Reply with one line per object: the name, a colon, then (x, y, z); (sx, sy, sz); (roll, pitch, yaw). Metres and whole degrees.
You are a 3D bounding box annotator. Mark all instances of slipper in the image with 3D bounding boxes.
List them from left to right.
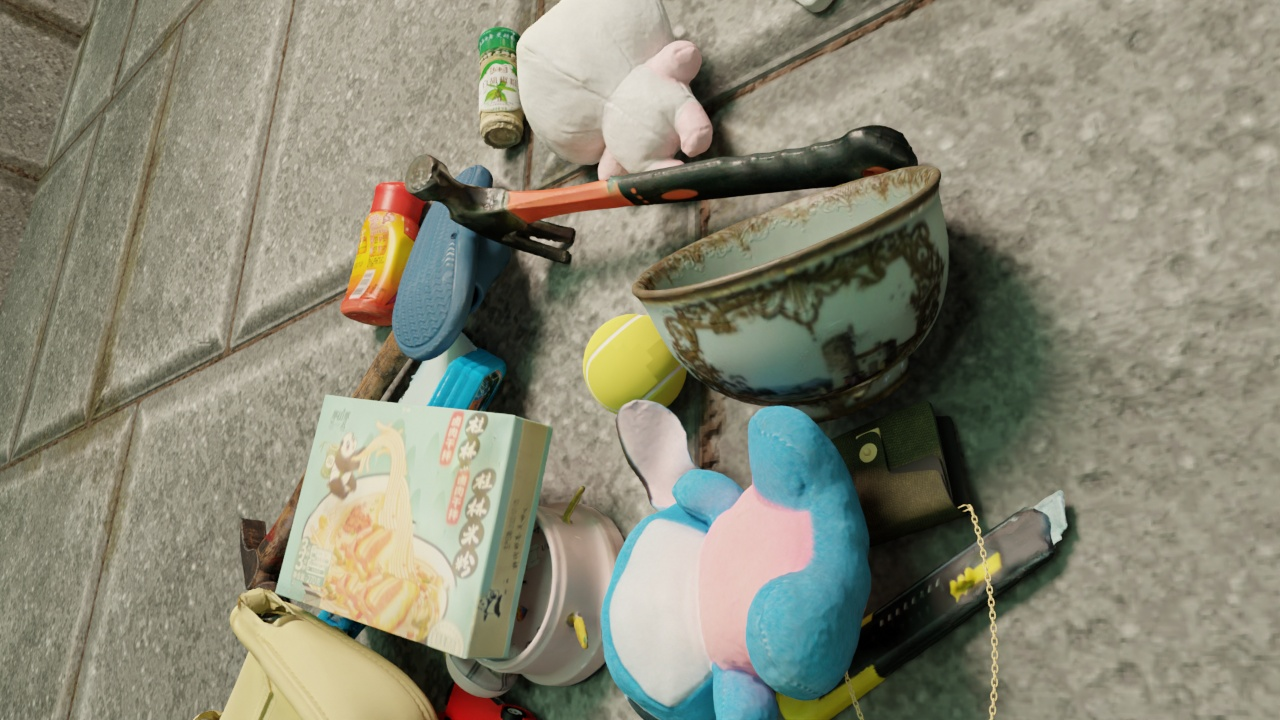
slipper: (-0.149, -0.077, 0.739); (0.104, 0.059, 0.213); (-37, 35, 28)

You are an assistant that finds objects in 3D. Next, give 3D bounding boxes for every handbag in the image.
handbag: (-0.242, 0.277, 0.656); (0.191, 0.088, 0.233); (48, 125, 22)
handbag: (0.119, 0.108, 0.418); (0.084, 0.027, 0.177); (-30, 45, 37)

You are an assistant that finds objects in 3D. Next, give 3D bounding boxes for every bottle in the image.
bottle: (-0.239, -0.102, 0.864); (0.072, 0.048, 0.134); (-2, 73, 44)
bottle: (-0.123, -0.240, 0.810); (0.043, 0.042, 0.109); (-23, 60, 37)

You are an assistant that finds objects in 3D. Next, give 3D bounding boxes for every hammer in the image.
hammer: (-0.285, 0.080, 0.843); (0.331, 0.033, 0.120); (-54, 44, 17)
hammer: (0.008, -0.109, 0.587); (0.334, 0.133, 0.033); (-1, 71, 36)

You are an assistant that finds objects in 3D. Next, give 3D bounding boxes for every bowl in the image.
bowl: (0.086, -0.025, 0.463); (0.160, 0.159, 0.094); (-12, 107, 42)

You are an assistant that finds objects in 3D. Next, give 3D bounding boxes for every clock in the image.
clock: (-0.079, 0.154, 0.597); (0.158, 0.058, 0.116); (-29, 55, 35)

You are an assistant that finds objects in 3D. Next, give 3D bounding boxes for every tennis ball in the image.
tennis ball: (-0.003, 0.003, 0.576); (0.065, 0.065, 0.065); (-19, 61, 39)

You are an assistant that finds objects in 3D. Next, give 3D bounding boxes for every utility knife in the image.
utility knife: (0.131, 0.120, 0.432); (0.175, 0.020, 0.028); (-45, 49, 21)

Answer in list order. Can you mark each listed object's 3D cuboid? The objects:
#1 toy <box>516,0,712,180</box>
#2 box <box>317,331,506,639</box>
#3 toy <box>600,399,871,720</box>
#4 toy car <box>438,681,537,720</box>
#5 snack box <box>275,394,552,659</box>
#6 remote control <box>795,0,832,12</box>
toy: (-0.016, -0.189, 0.650); (0.179, 0.101, 0.139); (47, 121, 26)
box: (-0.184, 0.095, 0.737); (0.243, 0.060, 0.175); (-61, 20, 8)
toy: (0.040, 0.103, 0.449); (0.192, 0.099, 0.223); (126, 148, -50)
toy car: (-0.101, 0.239, 0.609); (0.090, 0.025, 0.038); (13, 84, 47)
snack box: (-0.151, 0.100, 0.599); (0.194, 0.044, 0.141); (3, 78, 38)
remote control: (0.097, -0.282, 0.621); (0.050, 0.022, 0.133); (-51, 46, 18)
